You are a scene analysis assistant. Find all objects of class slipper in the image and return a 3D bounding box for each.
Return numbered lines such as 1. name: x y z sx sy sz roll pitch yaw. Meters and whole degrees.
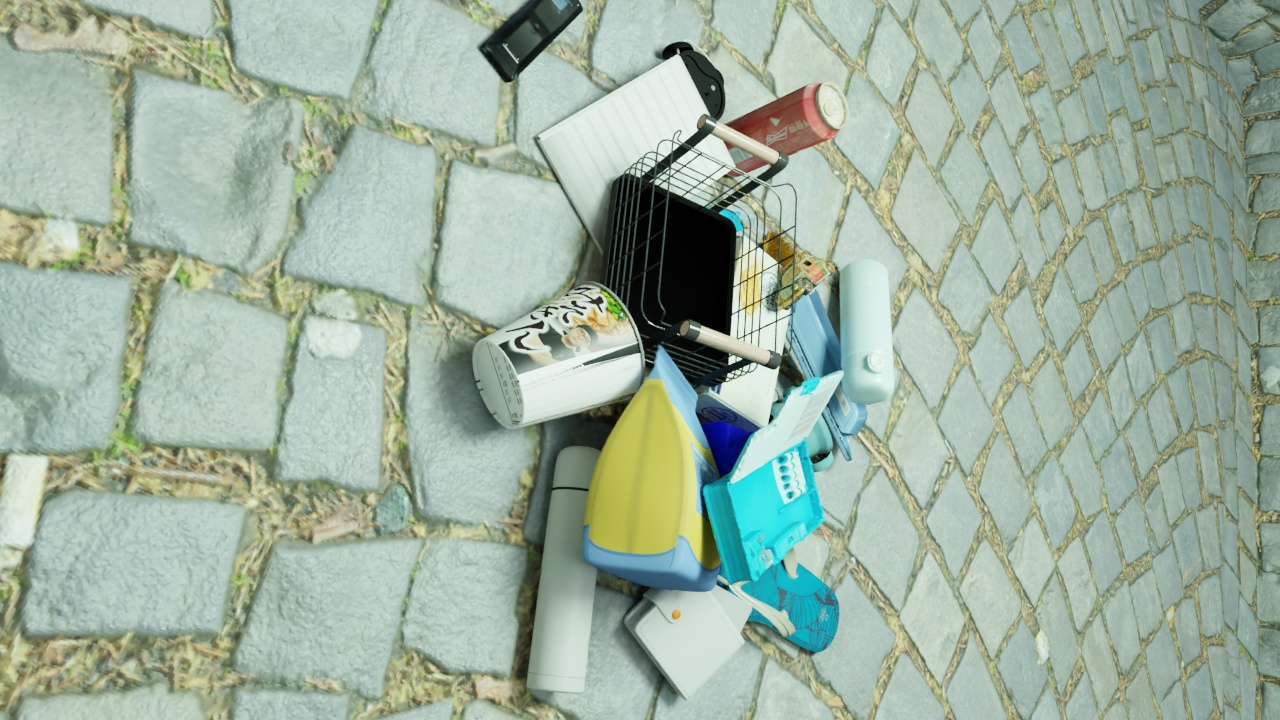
1. slipper: 0.149 0.254 1.042 0.294 0.060 0.118 33 57 -33

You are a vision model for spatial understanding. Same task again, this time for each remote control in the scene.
1. remote control: -0.108 -0.350 0.960 0.047 0.022 0.149 49 53 -23

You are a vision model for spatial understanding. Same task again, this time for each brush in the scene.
1. brush: 0.175 -0.139 1.169 0.126 0.017 0.048 37 59 -36

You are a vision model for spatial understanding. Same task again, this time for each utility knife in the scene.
1. utility knife: 0.083 -0.174 1.102 0.174 0.015 0.031 -2 87 -44

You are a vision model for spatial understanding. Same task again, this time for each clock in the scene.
1. clock: 0.188 0.087 1.088 0.053 0.090 0.124 -29 136 -9
2. clock: 0.059 -0.327 1.092 0.091 0.043 0.120 31 62 -34

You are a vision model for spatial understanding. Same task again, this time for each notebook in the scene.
1. notebook: 0.001 -0.228 1.009 0.209 0.009 0.142 -38 107 -26

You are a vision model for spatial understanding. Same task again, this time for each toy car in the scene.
1. toy car: 0.189 -0.099 1.083 0.047 0.047 0.111 49 42 4

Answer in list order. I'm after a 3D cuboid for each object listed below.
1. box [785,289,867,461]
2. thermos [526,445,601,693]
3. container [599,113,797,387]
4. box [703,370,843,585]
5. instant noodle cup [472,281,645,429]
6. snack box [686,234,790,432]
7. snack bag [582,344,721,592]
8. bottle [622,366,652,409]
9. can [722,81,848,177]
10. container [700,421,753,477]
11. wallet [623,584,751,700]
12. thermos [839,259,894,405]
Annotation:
1. box: 0.233 0.019 1.174 0.209 0.034 0.127 62 35 -19
2. thermos: -0.067 0.192 0.862 0.052 0.052 0.223 20 68 -38
3. container: 0.063 -0.102 0.931 0.162 0.131 0.241 19 65 -28
4. box: 0.132 0.102 0.891 0.226 0.072 0.182 -12 108 -62
5. instant noodle cup: -0.082 0.002 0.854 0.121 0.124 0.123 -23 97 -33
6. snack box: 0.113 -0.030 1.069 0.104 0.058 0.207 32 61 -34
7. snack bag: 0.024 0.107 0.877 0.159 0.102 0.205 50 45 -64
8. bottle: -0.006 0.006 0.964 0.043 0.043 0.111 -7 85 -43
9. can: 0.161 -0.272 1.086 0.067 0.171 0.067 10 75 -39
10. container: 0.104 0.122 1.012 0.113 0.085 0.085 20 66 -37
11. wallet: 0.056 0.269 0.946 0.115 0.037 0.118 -40 109 -18
12. thermos: 0.295 -0.037 1.198 0.065 0.078 0.206 10 53 -2
